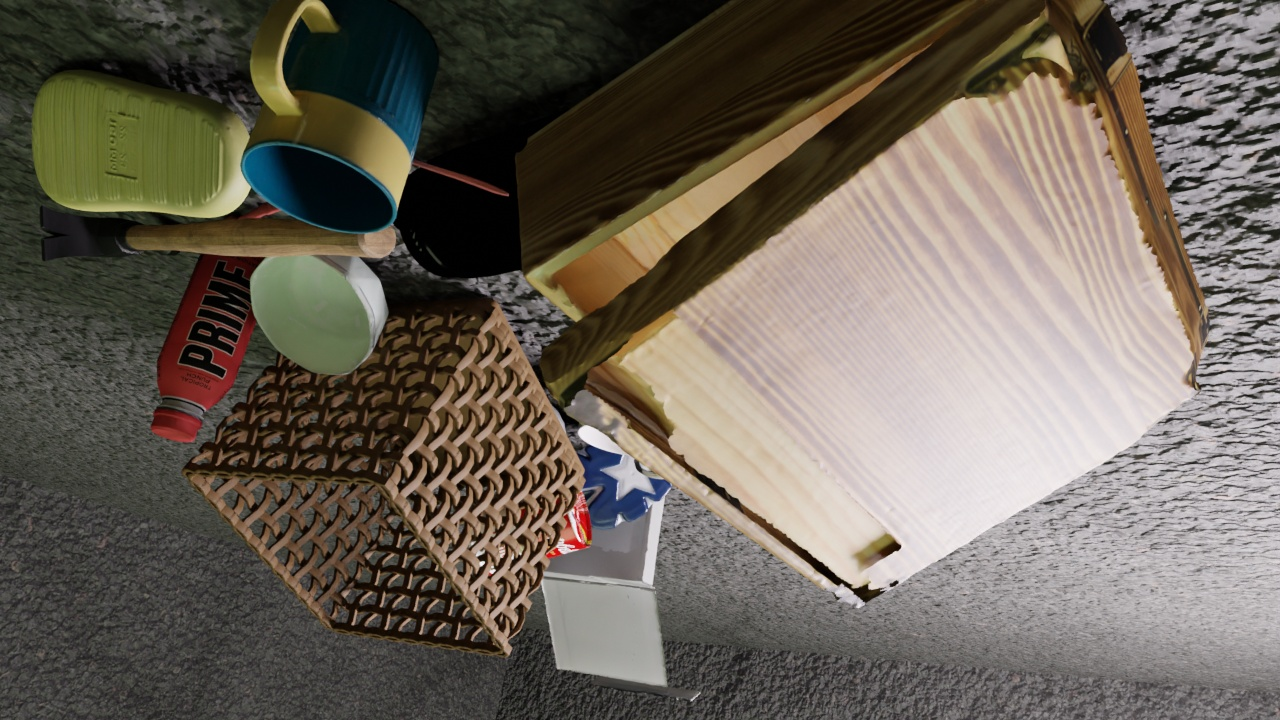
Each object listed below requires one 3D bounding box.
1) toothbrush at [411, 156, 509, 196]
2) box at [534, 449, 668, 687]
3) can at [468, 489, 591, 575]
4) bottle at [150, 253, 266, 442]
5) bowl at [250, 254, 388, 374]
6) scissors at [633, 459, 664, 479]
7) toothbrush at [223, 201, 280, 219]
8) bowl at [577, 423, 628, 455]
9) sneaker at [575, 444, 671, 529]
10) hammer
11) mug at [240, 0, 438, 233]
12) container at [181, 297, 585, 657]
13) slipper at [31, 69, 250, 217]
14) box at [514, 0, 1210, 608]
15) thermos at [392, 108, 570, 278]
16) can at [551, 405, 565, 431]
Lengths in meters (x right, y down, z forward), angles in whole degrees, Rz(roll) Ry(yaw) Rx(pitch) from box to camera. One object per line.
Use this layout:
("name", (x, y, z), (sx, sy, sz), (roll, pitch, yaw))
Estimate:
("toothbrush", (-0.153, -0.127, 0.558), (0.184, 0.016, 0.015), (24, -174, 24))
("box", (-0.056, 0.355, 1.194), (0.167, 0.478, 0.119), (2, -177, 21))
("can", (-0.123, 0.180, 1.011), (0.116, 0.086, 0.087), (-17, 152, 8))
("bottle", (-0.370, -0.017, 0.786), (0.062, 0.176, 0.062), (9, 157, 4))
("bowl", (-0.266, -0.051, 0.787), (0.117, 0.061, 0.118), (9, 121, 15))
("scissors", (0.056, 0.123, 0.982), (0.154, 0.162, 0.013), (-3, 123, 9))
("toothbrush", (-0.275, -0.121, 0.710), (0.190, 0.016, 0.016), (-11, 166, 39))
("bowl", (-0.012, 0.062, 0.977), (0.105, 0.054, 0.105), (10, 159, 4))
("sneaker", (-0.071, 0.149, 1.114), (0.270, 0.103, 0.132), (-29, -171, 11))
("hammer", (-0.311, -0.091, 0.674), (0.306, 0.040, 0.132), (4, -174, 27))
("mug", (-0.165, -0.143, 0.495), (0.083, 0.107, 0.114), (6, 157, 15))
("container", (-0.220, 0.107, 0.867), (0.220, 0.213, 0.252), (-1, 133, 25))
("slipper", (-0.322, -0.144, 0.615), (0.191, 0.092, 0.081), (11, -162, 22))
("box", (0.122, -0.036, 0.452), (0.245, 0.167, 0.279), (-31, 134, 19))
("thermos", (-0.073, -0.102, 0.578), (0.199, 0.086, 0.086), (-7, 152, 36))
("can", (-0.148, 0.098, 1.074), (0.087, 0.087, 0.140), (19, 156, -19))
